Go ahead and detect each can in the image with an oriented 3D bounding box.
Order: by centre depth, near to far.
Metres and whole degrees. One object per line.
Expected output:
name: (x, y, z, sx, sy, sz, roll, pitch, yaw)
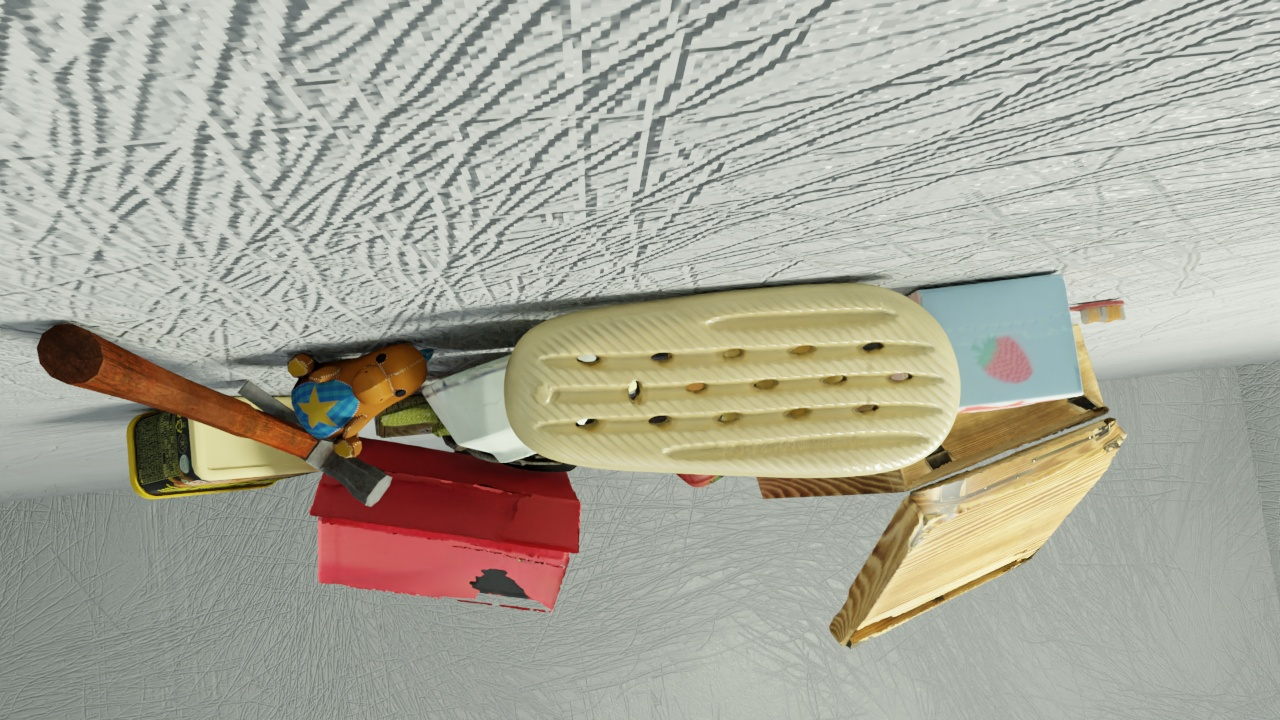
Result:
can: (-0.342, 0.071, 0.774, 0.101, 0.072, 0.130, -14, 171, 36)
can: (-0.214, 0.053, 0.883, 0.079, 0.038, 0.038, -4, 174, -20)

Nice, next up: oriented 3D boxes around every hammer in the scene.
hammer: (-0.240, 0.032, 0.537, 0.111, 0.028, 0.301, 33, 170, 9)

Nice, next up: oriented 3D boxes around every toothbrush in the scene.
toothbrush: (0.301, -0.032, 0.754, 0.184, 0.015, 0.015, -6, 168, 7)

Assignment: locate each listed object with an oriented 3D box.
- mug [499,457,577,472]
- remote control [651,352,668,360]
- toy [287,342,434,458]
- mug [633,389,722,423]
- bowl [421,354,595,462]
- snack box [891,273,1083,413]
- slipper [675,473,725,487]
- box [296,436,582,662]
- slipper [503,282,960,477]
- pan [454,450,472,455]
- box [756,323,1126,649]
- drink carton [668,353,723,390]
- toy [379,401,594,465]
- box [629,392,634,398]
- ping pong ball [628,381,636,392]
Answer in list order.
mug: (-0.116, 0.052, 0.856, 0.100, 0.085, 0.119, 8, -163, -29)
remote control: (-0.005, 0.005, 0.790, 0.046, 0.009, 0.125, -3, 173, -30)
toy: (-0.166, 0.010, 0.579, 0.090, 0.070, 0.102, -22, -169, 21)
mug: (0.050, 0.031, 0.847, 0.107, 0.079, 0.115, -12, 146, 34)
bowl: (-0.071, 0.027, 0.575, 0.117, 0.061, 0.117, -18, 180, 0)
snack box: (0.219, -0.006, 0.601, 0.093, 0.079, 0.095, -7, 173, -1)
slipper: (0.044, 0.063, 0.974, 0.103, 0.059, 0.248, -37, -164, -1)
box: (-0.154, 0.197, 0.675, 0.214, 0.138, 0.466, 11, -158, -10)
slipper: (0.052, 0.007, 0.529, 0.261, 0.111, 0.079, -1, -165, -11)
pan: (-0.117, 0.094, 1.208, 0.204, 0.044, 0.355, -8, 180, 9)
box: (0.313, 0.126, 0.918, 0.278, 0.264, 0.270, -14, 175, -27)
drink carton: (0.067, 0.008, 0.709, 0.076, 0.048, 0.124, -8, 174, 11)
toy: (-0.095, 0.041, 0.703, 0.179, 0.078, 0.153, -6, 178, -27)
box: (-0.115, 0.057, 1.052, 0.209, 0.037, 0.189, -8, 172, 32)
ping pong ball: (-0.014, 0.002, 0.619, 0.040, 0.040, 0.040, -6, 174, -1)
